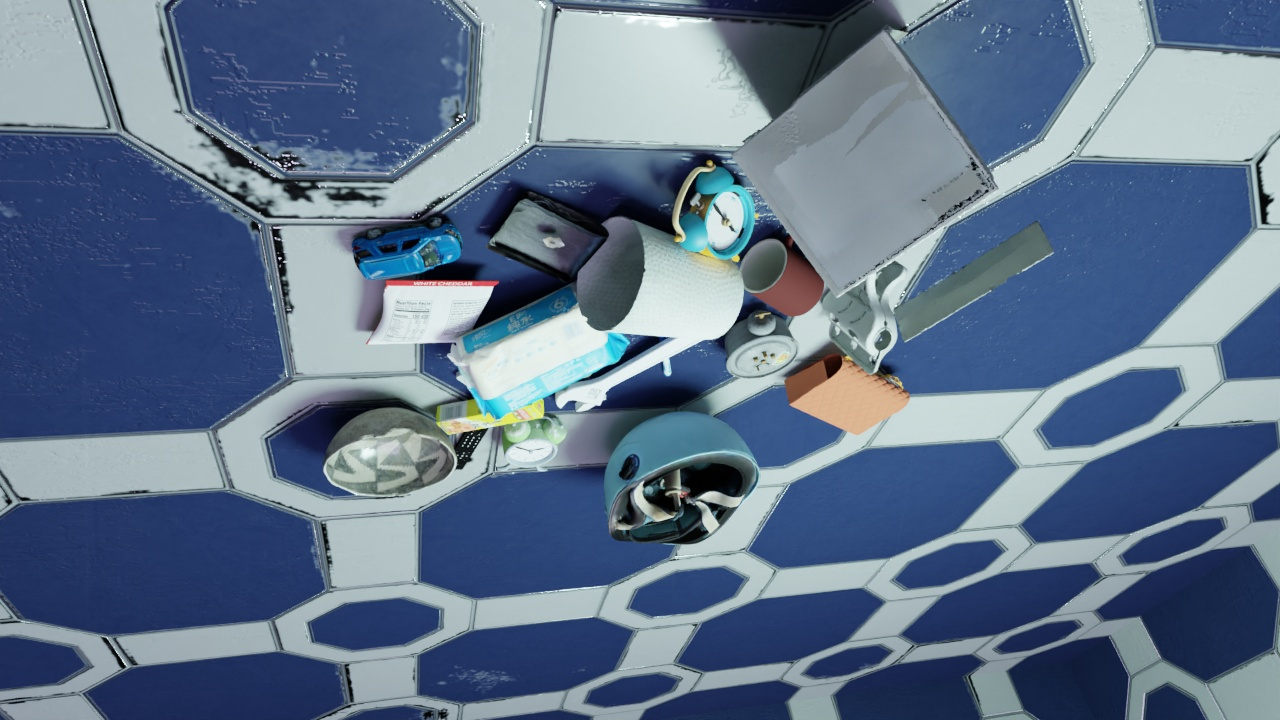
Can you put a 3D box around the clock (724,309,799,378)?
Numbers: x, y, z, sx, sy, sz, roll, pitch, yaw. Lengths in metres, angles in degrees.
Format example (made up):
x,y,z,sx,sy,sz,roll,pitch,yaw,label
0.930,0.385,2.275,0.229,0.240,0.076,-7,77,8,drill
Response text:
x,y,z,sx,sy,sz,roll,pitch,yaw,label
0.166,-0.025,1.269,0.104,0.056,0.148,-11,147,-3,clock

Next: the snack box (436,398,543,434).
x,y,z,sx,sy,sz,roll,pitch,yaw,label
-0.211,0.072,1.286,0.148,0.028,0.040,-11,148,13,snack box

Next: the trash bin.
x,y,z,sx,sy,sz,roll,pitch,yaw,label
0.028,-0.088,1.084,0.161,0.133,0.134,9,139,-36,trash bin

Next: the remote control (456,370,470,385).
x,y,z,sx,sy,sz,roll,pitch,yaw,label
-0.196,0.040,1.282,0.050,0.011,0.136,-26,143,17,remote control

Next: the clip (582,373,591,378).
x,y,z,sx,sy,sz,roll,pitch,yaw,label
-0.103,0.018,1.272,0.076,0.023,0.045,-20,146,14,clip

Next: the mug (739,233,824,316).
x,y,z,sx,sy,sz,roll,pitch,yaw,label
0.186,-0.116,1.147,0.082,0.073,0.106,25,101,-41,mug

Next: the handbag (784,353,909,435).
x,y,z,sx,sy,sz,roll,pitch,yaw,label
0.318,0.044,1.408,0.171,0.060,0.109,23,136,-36,handbag

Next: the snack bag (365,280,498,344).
x,y,z,sx,sy,sz,roll,pitch,yaw,label
-0.253,-0.054,1.103,0.130,0.039,0.144,-2,153,-28,snack bag

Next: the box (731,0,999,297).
x,y,z,sx,sy,sz,roll,pitch,yaw,label
0.196,-0.252,0.897,0.168,0.379,0.172,-35,123,28,box

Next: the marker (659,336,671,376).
x,y,z,sx,sy,sz,roll,pitch,yaw,label
0.033,-0.020,1.272,0.013,0.013,0.142,-12,145,-2,marker

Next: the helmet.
x,y,z,sx,sy,sz,roll,pitch,yaw,label
0.052,0.169,1.402,0.225,0.166,0.266,11,140,-34,helmet

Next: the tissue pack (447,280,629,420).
x,y,z,sx,sy,sz,roll,pitch,yaw,label
-0.124,-0.014,1.144,0.209,0.066,0.117,-25,132,0,tissue pack

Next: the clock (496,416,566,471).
x,y,z,sx,sy,sz,roll,pitch,yaw,label
-0.165,0.119,1.374,0.094,0.042,0.120,4,142,-24,clock

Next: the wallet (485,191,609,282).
x,y,z,sx,sy,sz,roll,pitch,yaw,label
-0.106,-0.139,1.043,0.115,0.026,0.089,23,133,-27,wallet

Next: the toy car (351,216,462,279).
x,y,z,sx,sy,sz,roll,pitch,yaw,label
-0.257,-0.120,1.015,0.120,0.043,0.056,-12,145,-2,toy car

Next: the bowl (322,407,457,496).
x,y,z,sx,sy,sz,roll,pitch,yaw,label
-0.348,0.117,1.279,0.178,0.081,0.179,-8,145,-6,bowl

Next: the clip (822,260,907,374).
x,y,z,sx,sy,sz,roll,pitch,yaw,label
0.291,-0.069,1.204,0.075,0.124,0.144,-2,119,-22,clip

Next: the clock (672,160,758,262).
x,y,z,sx,sy,sz,roll,pitch,yaw,label
0.084,-0.163,1.034,0.129,0.044,0.099,24,89,-46,clock

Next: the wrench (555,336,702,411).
x,y,z,sx,sy,sz,roll,pitch,yaw,label
-0.008,0.007,1.277,0.274,0.018,0.066,-28,142,27,wrench

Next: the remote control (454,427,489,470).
x,y,z,sx,sy,sz,roll,pitch,yaw,label
-0.260,0.126,1.381,0.030,0.009,0.140,9,139,-28,remote control
